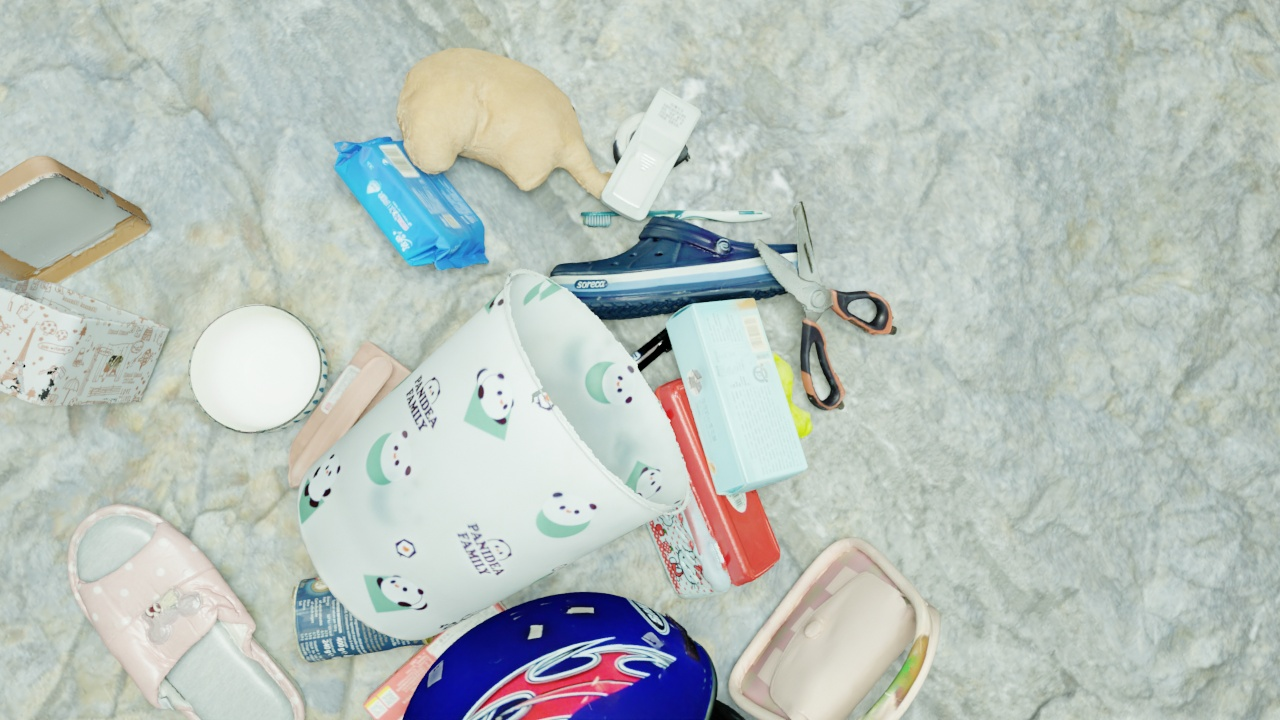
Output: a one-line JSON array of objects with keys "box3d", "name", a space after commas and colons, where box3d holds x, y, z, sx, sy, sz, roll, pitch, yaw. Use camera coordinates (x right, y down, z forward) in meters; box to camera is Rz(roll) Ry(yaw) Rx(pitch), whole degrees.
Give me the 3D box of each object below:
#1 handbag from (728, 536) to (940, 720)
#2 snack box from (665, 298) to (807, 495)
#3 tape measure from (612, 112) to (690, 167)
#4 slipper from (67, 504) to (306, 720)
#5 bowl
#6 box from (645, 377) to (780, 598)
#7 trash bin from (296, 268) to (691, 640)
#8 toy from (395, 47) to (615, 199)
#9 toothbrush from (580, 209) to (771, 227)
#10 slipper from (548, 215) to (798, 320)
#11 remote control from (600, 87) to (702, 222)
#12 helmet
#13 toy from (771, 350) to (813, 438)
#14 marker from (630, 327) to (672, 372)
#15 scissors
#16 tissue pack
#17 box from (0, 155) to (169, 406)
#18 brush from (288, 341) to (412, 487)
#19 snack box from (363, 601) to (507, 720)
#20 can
[{"box3d": [0.180, 0.259, 0.783, 0.093, 0.234, 0.193, 41, 83, -2], "name": "handbag"}, {"box3d": [0.087, 0.031, 0.841, 0.074, 0.052, 0.174, -8, 75, -33], "name": "snack box"}, {"box3d": [0.006, -0.210, 0.907, 0.065, 0.033, 0.066, -33, 91, -8], "name": "tape measure"}, {"box3d": [-0.403, 0.246, 0.813, 0.114, 0.054, 0.274, -37, 96, -9], "name": "slipper"}, {"box3d": [-0.343, 0.011, 0.844, 0.116, 0.066, 0.116, 0, 83, -4], "name": "bowl"}, {"box3d": [0.042, 0.122, 0.878, 0.102, 0.095, 0.201, -25, 86, 35], "name": "box"}, {"box3d": [-0.126, 0.090, 0.757, 0.252, 0.229, 0.229, -35, 89, 15], "name": "trash bin"}, {"box3d": [-0.116, -0.222, 0.874, 0.225, 0.083, 0.143, 9, 72, -17], "name": "toy"}, {"box3d": [0.036, -0.141, 0.914, 0.191, 0.016, 0.018, -1, 95, -4], "name": "toothbrush"}, {"box3d": [0.035, -0.093, 0.864, 0.252, 0.105, 0.095, -6, 84, -4], "name": "slipper"}, {"box3d": [0.010, -0.195, 0.878, 0.049, 0.024, 0.125, 28, 85, -5], "name": "remote control"}, {"box3d": [-0.041, 0.311, 0.749, 0.315, 0.247, 0.240, -11, 104, -20], "name": "helmet"}, {"box3d": [0.123, 0.046, 0.898, 0.100, 0.031, 0.096, 38, 86, -1], "name": "toy"}, {"box3d": [-0.005, 0.005, 0.897, 0.132, 0.020, 0.022, -39, 111, -7], "name": "marker"}, {"box3d": [0.174, -0.045, 0.866, 0.225, 0.015, 0.189, 6, 103, -35], "name": "scissors"}, {"box3d": [-0.211, -0.144, 0.855, 0.052, 0.094, 0.157, -40, 89, 23], "name": "tissue pack"}, {"box3d": [-0.497, -0.074, 0.784, 0.154, 0.183, 0.184, 24, 87, -3], "name": "box"}, {"box3d": [-0.271, 0.057, 0.844, 0.063, 0.073, 0.145, 37, 85, -2], "name": "brush"}, {"box3d": [-0.176, 0.293, 0.857, 0.153, 0.025, 0.075, -42, 91, -6], "name": "snack box"}, {"box3d": [-0.250, 0.228, 0.831, 0.111, 0.075, 0.075, -8, 86, -5], "name": "can"}]
